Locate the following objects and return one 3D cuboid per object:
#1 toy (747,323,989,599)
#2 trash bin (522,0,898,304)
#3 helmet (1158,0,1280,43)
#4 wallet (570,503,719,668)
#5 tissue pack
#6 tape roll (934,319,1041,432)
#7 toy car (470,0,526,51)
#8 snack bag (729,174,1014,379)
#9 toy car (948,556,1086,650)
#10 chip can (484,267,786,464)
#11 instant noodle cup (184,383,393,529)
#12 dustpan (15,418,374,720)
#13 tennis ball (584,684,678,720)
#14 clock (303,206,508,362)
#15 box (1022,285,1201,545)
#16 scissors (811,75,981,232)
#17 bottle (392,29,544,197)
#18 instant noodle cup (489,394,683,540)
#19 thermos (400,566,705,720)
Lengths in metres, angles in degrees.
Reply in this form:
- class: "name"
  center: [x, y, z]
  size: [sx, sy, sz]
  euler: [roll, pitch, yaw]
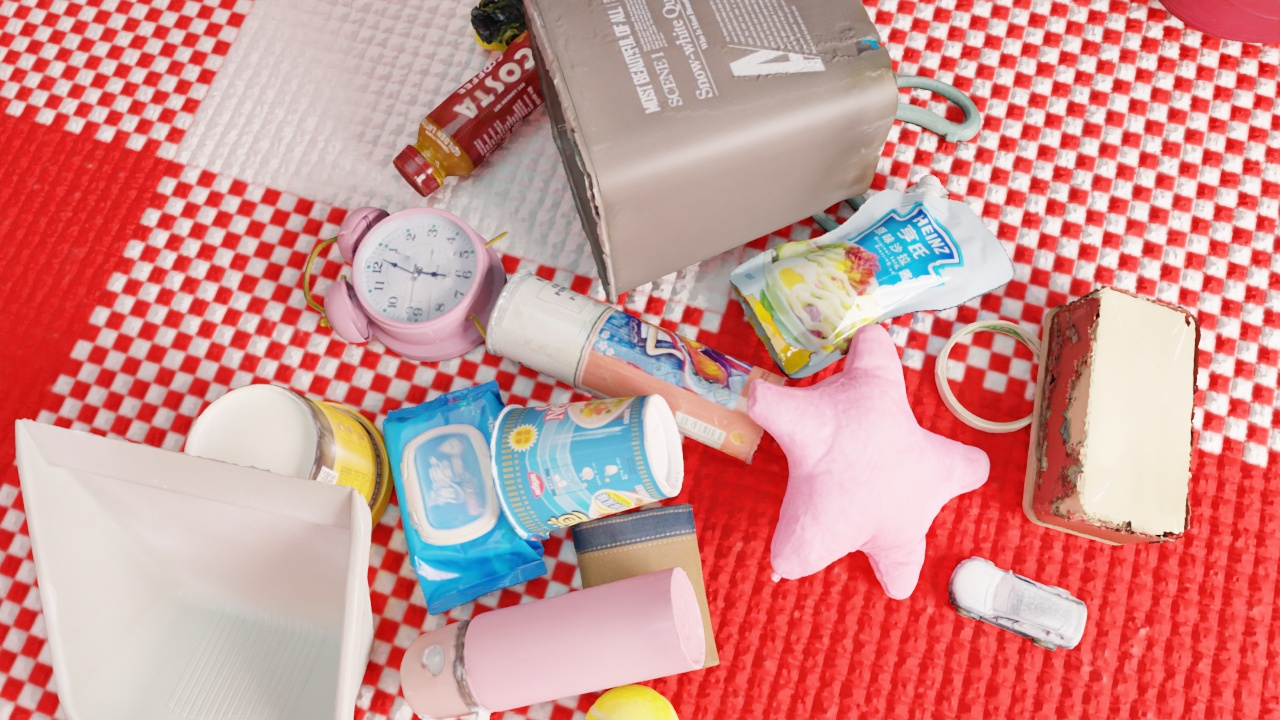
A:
- class: "toy"
  center: [0.142, 0.076, 0.627]
  size: [0.194, 0.075, 0.178]
  euler: [46, 77, -17]
- class: "trash bin"
  center: [0.046, -0.181, 0.667]
  size: [0.219, 0.199, 0.199]
  euler: [-17, 70, -3]
- class: "helmet"
  center: [0.492, -0.349, 0.723]
  size: [0.207, 0.144, 0.239]
  euler: [14, 60, 7]
- class: "wallet"
  center: [0.003, 0.164, 0.649]
  size: [0.090, 0.033, 0.115]
  euler: [-12, 73, 3]
- class: "tissue pack"
  center: [-0.130, 0.096, 0.667]
  size: [0.095, 0.052, 0.157]
  euler: [-16, 72, -1]
- class: "tape roll"
  center: [0.266, 0.011, 0.688]
  size: [0.086, 0.014, 0.085]
  euler: [-1, 72, 4]
- class: "toy car"
  center: [-0.097, -0.301, 0.802]
  size: [0.105, 0.032, 0.048]
  euler: [-30, 72, -18]
- class: "snack bag"
  center: [0.172, -0.066, 0.692]
  size: [0.191, 0.039, 0.110]
  euler: [-27, 60, -3]
- class: "toy car"
  center: [0.259, 0.167, 0.631]
  size: [0.090, 0.034, 0.043]
  euler: [21, 78, 11]
- class: "chip can"
  center: [-0.004, 0.004, 0.679]
  size: [0.215, 0.071, 0.071]
  euler: [23, 75, 10]
- class: "instant noodle cup"
  center: [-0.249, 0.076, 0.650]
  size: [0.118, 0.114, 0.118]
  euler: [-1, 73, 3]
- class: "dustpan"
  center: [-0.280, 0.188, 0.578]
  size: [0.223, 0.258, 0.142]
  euler: [10, 50, 7]
- class: "tennis ball"
  center: [-0.006, 0.248, 0.605]
  size: [0.065, 0.065, 0.065]
  euler: [-1, 72, 3]
- class: "clock"
  center: [-0.186, -0.064, 0.718]
  size: [0.158, 0.060, 0.117]
  euler: [4, 72, 7]
- class: "box"
  center: [0.330, 0.037, 0.634]
  size: [0.091, 0.077, 0.168]
  euler: [16, 73, -6]
- class: "scissors"
  center: [0.199, -0.182, 0.752]
  size: [0.179, 0.019, 0.170]
  euler: [-11, 71, 1]
- class: "bottle"
  center: [-0.127, -0.206, 0.760]
  size: [0.057, 0.057, 0.174]
  euler: [43, 80, 15]
- class: "instant noodle cup"
  center: [-0.032, 0.068, 0.632]
  size: [0.110, 0.099, 0.099]
  euler: [-13, 71, 18]
- class: "thermos"
  center: [-0.059, 0.199, 0.602]
  size: [0.199, 0.067, 0.087]
  euler: [-17, 56, 12]
